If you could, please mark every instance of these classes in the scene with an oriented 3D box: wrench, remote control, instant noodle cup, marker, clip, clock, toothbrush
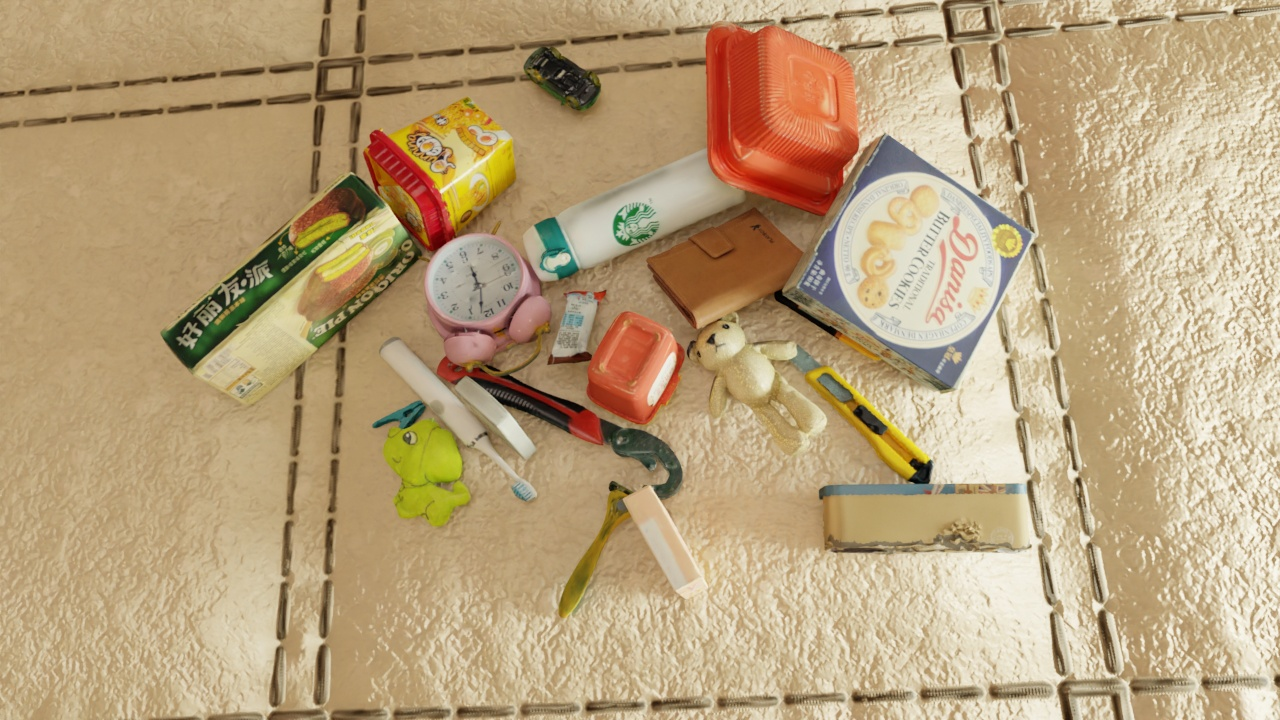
[{"bbox_3d":[-0.079,0.056,0.894,0.273,0.016,0.056,26,60,14],"label":"wrench"},{"bbox_3d":[-0.130,0.054,0.839,0.056,0.135,0.019,39,78,16],"label":"remote control"},{"bbox_3d":[0.146,-0.250,0.907,0.164,0.079,0.188,11,67,-28],"label":"instant noodle cup"},{"bbox_3d":[0.185,-0.037,0.902,0.124,0.015,0.018,33,77,17],"label":"marker"},{"bbox_3d":[-0.237,0.060,0.912,0.055,0.013,0.034,-42,74,-8],"label":"clip"},{"bbox_3d":[-0.152,-0.055,0.913,0.117,0.060,0.158,-25,71,-6],"label":"clock"},{"bbox_3d":[-0.178,0.058,0.901,0.221,0.027,0.026,44,43,16],"label":"toothbrush"},{"bbox_3d":[-0.200,-0.196,0.944,0.123,0.116,0.116,-40,72,-20],"label":"instant noodle cup"}]

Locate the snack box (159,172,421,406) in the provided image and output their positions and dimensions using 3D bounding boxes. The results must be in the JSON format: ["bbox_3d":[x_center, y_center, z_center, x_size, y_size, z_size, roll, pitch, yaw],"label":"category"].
[{"bbox_3d":[-0.338,-0.068,0.909,0.240,0.114,0.063,-44,73,-8],"label":"snack box"}]

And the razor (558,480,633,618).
[{"bbox_3d":[-0.041,0.178,0.851,0.043,0.028,0.132,28,79,10],"label":"razor"}]

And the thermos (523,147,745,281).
[{"bbox_3d":[-0.009,-0.145,0.925,0.224,0.073,0.073,-24,72,-2],"label":"thermos"}]

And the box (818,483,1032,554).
[{"bbox_3d":[0.238,0.138,0.802,0.184,0.090,0.063,1,79,4],"label":"box"}]

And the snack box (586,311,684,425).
[{"bbox_3d":[-0.005,0.005,0.872,0.082,0.080,0.091,26,76,12],"label":"snack box"}]

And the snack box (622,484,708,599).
[{"bbox_3d":[0.024,0.158,0.780,0.026,0.157,0.084,-30,73,-3],"label":"snack box"}]

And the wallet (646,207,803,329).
[{"bbox_3d":[0.085,-0.092,0.900,0.131,0.031,0.107,-25,49,-12],"label":"wallet"}]

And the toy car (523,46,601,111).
[{"bbox_3d":[-0.084,-0.305,1.000,0.091,0.036,0.043,36,78,16],"label":"toy car"}]

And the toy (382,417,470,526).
[{"bbox_3d":[-0.206,0.106,0.886,0.097,0.031,0.100,15,77,3],"label":"toy"}]

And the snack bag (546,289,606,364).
[{"bbox_3d":[-0.062,-0.035,0.904,0.048,0.026,0.104,-3,51,12],"label":"snack bag"}]

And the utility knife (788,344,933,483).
[{"bbox_3d":[0.204,0.048,0.871,0.033,0.015,0.190,-42,73,-11],"label":"utility knife"}]

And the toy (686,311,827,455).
[{"bbox_3d":[0.109,0.022,0.863,0.105,0.066,0.157,-45,65,9],"label":"toy"}]

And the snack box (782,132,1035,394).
[{"bbox_3d":[0.256,-0.091,0.869,0.182,0.046,0.177,32,78,-4],"label":"snack box"}]
